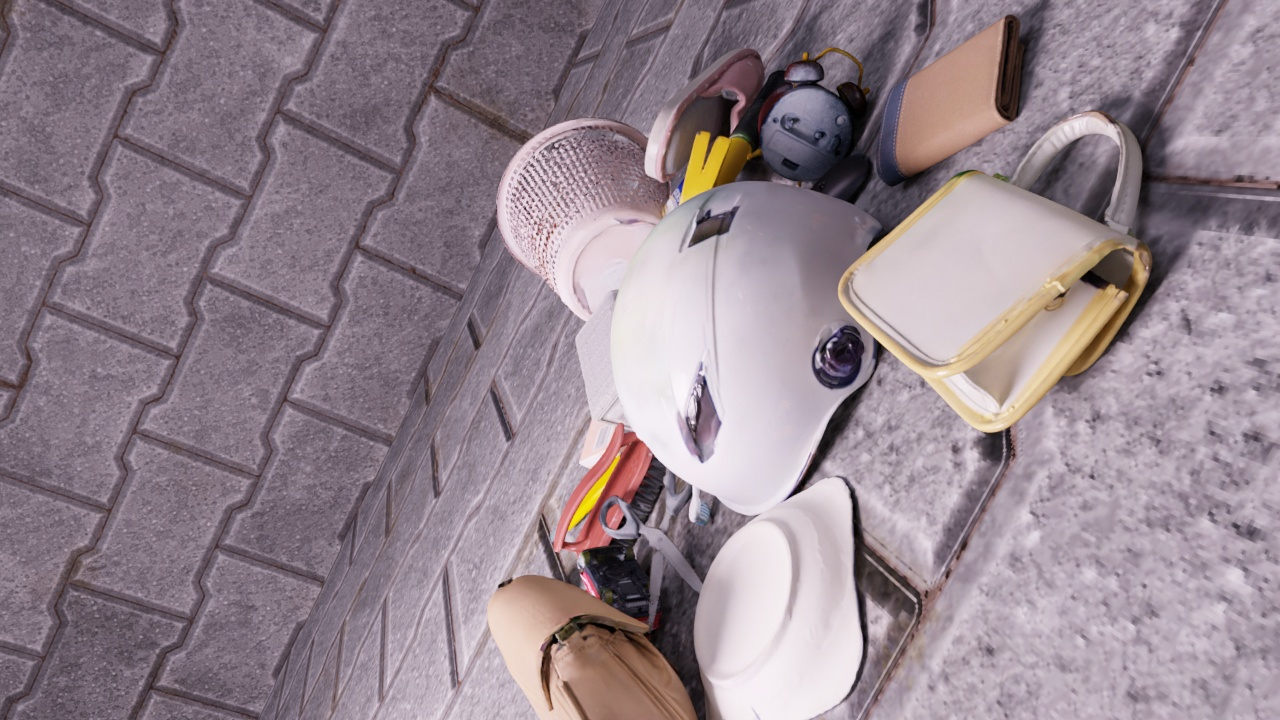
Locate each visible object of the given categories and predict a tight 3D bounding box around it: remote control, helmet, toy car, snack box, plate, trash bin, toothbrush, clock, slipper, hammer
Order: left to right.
[{"bbox_3d":[-0.044,-0.147,1.086,0.228,0.227,0.192,-57,33,22],"label":"trash bin"},{"bbox_3d":[-0.020,0.200,0.796,0.120,0.053,0.045,-134,45,-65],"label":"toy car"},{"bbox_3d":[-0.023,0.043,1.042,0.085,0.026,0.157,-30,39,60],"label":"snack box"},{"bbox_3d":[0.051,0.057,0.825,0.027,0.026,0.220,-52,23,38],"label":"toothbrush"},{"bbox_3d":[0.058,-0.025,0.705,0.229,0.145,0.258,-7,65,65],"label":"helmet"},{"bbox_3d":[0.085,-0.258,0.974,0.273,0.054,0.114,-45,-24,-50],"label":"slipper"},{"bbox_3d":[0.097,-0.207,0.889,0.129,0.033,0.299,95,-161,-44],"label":"hammer"},{"bbox_3d":[0.079,0.164,0.608,0.165,0.034,0.163,-47,26,41],"label":"plate"},{"bbox_3d":[0.151,-0.217,0.815,0.122,0.082,0.055,-60,13,25],"label":"clock"},{"bbox_3d":[0.148,-0.123,0.795,0.137,0.024,0.053,-55,21,28],"label":"remote control"}]

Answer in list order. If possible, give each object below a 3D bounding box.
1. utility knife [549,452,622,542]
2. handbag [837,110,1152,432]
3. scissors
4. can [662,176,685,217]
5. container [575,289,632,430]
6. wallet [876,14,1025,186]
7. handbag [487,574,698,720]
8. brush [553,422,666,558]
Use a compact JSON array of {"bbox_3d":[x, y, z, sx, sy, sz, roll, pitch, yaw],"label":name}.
[{"bbox_3d":[-0.057,0.154,1.010,0.193,0.015,0.033,-49,21,41],"label":"utility knife"},{"bbox_3d":[0.213,-0.059,0.512,0.179,0.063,0.163,-45,23,11],"label":"handbag"},{"bbox_3d":[0.017,0.149,0.778,0.179,0.014,0.159,7,55,48],"label":"scissors"},{"bbox_3d":[0.068,-0.148,0.964,0.049,0.074,0.148,-54,21,23],"label":"can"},{"bbox_3d":[-0.006,0.006,0.932,0.090,0.090,0.114,-53,33,36],"label":"container"},{"bbox_3d":[0.222,-0.186,0.665,0.115,0.033,0.090,-26,45,60],"label":"wallet"},{"bbox_3d":[-0.034,0.228,0.671,0.099,0.148,0.205,-37,12,-20],"label":"handbag"},{"bbox_3d":[-0.026,0.130,0.877,0.146,0.069,0.063,-62,20,8],"label":"brush"}]
